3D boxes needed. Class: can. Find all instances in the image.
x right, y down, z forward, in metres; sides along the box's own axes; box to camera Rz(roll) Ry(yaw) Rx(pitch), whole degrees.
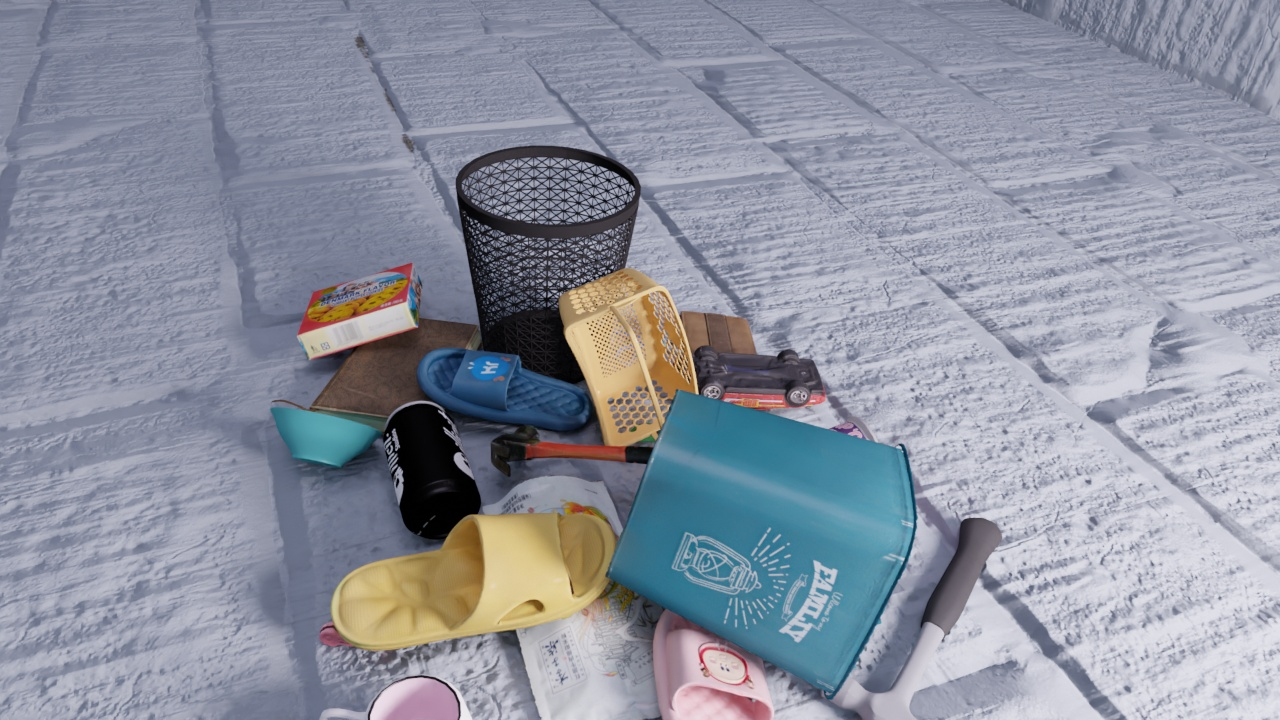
[{"bbox_3d":[-0.223,0.114,0.973,0.080,0.080,0.146,-10,39,-20],"label":"can"}]

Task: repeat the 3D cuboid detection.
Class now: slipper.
[{"bbox_3d":[-0.158,0.027,1.094,0.213,0.059,0.103,15,35,-11],"label":"slipper"},{"bbox_3d":[0.069,0.294,0.775,0.106,0.056,0.221,16,36,-16],"label":"slipper"},{"bbox_3d":[-0.147,0.192,0.826,0.263,0.079,0.099,-12,54,-10],"label":"slipper"}]

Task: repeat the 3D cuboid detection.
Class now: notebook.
[{"bbox_3d":[-0.317,0.013,1.138,0.190,0.035,0.214,8,36,5],"label":"notebook"}]

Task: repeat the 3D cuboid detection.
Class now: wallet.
[{"bbox_3d":[0.104,-0.026,1.244,0.098,0.027,0.121,6,35,-7],"label":"wallet"}]

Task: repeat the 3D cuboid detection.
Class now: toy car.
[{"bbox_3d":[0.136,0.026,1.157,0.189,0.056,0.081,0,38,-4],"label":"toy car"}]

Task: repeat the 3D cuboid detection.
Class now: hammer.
[{"bbox_3d":[0.000,0.098,0.962,0.333,0.033,0.133,1,5,15],"label":"hammer"},{"bbox_3d":[0.297,0.251,0.897,0.125,0.030,0.309,24,40,25],"label":"hammer"}]

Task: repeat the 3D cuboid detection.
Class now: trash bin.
[{"bbox_3d":[-0.117,-0.111,1.153,0.217,0.244,0.216,3,36,-3],"label":"trash bin"},{"bbox_3d":[0.102,0.146,0.824,0.218,0.197,0.198,20,23,3],"label":"trash bin"}]

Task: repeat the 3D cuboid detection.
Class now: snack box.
[{"bbox_3d":[-0.359,-0.067,1.187,0.142,0.040,0.144,-18,28,-2],"label":"snack box"}]

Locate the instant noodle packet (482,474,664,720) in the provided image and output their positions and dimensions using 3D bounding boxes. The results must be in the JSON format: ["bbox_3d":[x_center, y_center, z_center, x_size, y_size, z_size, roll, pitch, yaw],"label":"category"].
[{"bbox_3d":[-0.054,0.224,0.872,0.146,0.057,0.269,-11,44,-19],"label":"instant noodle packet"}]

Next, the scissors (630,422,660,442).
[{"bbox_3d":[0.050,0.102,1.082,0.130,0.012,0.116,3,37,-1],"label":"scissors"}]

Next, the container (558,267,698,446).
[{"bbox_3d":[-0.006,0.006,1.038,0.129,0.183,0.167,-23,35,-8],"label":"container"}]

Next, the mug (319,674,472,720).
[{"bbox_3d":[-0.193,0.300,0.728,0.124,0.076,0.090,8,36,3],"label":"mug"}]

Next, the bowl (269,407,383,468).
[{"bbox_3d":[-0.347,0.089,1.000,0.121,0.121,0.046,9,76,6],"label":"bowl"}]

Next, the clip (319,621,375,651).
[{"bbox_3d":[-0.260,0.246,0.840,0.058,0.023,0.049,17,33,13],"label":"clip"}]

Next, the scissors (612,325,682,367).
[{"bbox_3d":[0.009,-0.024,1.246,0.130,0.013,0.125,17,37,9],"label":"scissors"}]

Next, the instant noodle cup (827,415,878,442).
[{"bbox_3d":[0.188,0.137,0.978,0.122,0.122,0.136,-12,48,-8],"label":"instant noodle cup"}]
